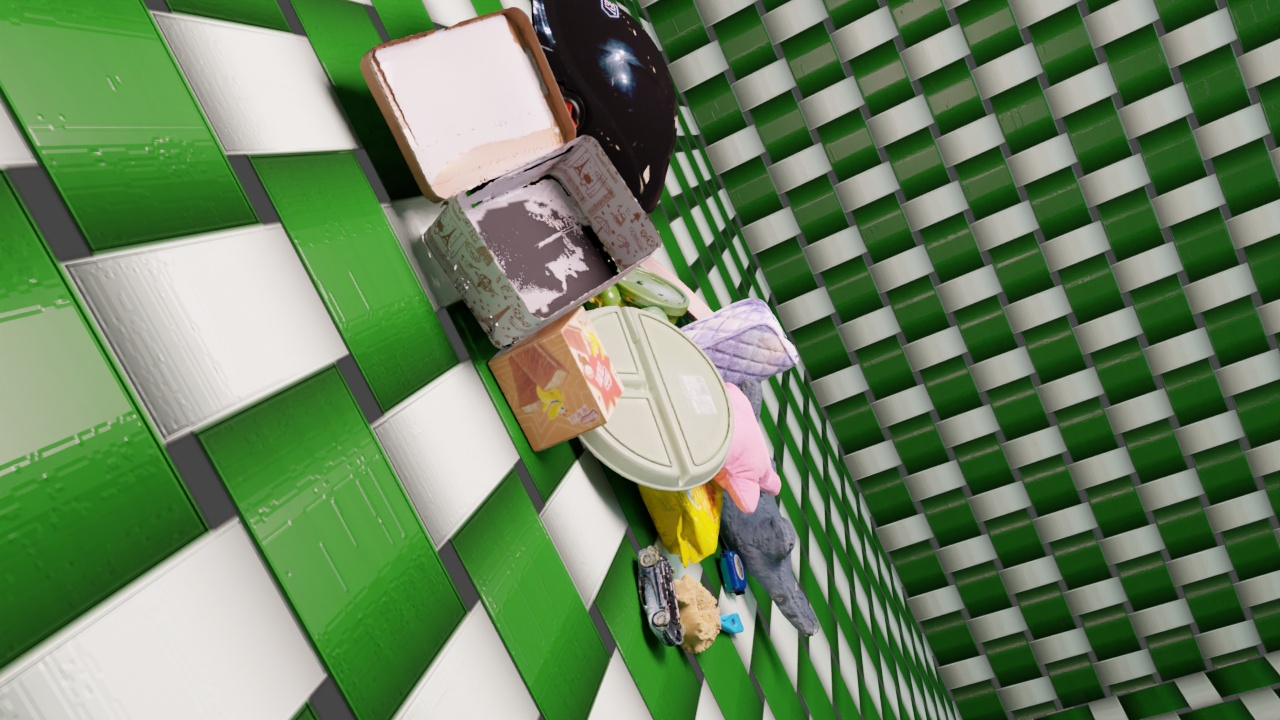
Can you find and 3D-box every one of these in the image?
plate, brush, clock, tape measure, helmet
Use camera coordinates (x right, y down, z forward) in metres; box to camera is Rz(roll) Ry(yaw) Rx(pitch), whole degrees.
[{"bbox_3d":[0.009,0.032,0.984,0.230,0.028,0.229,21,47,-24],"label":"plate"},{"bbox_3d":[0.081,0.297,1.056,0.083,0.046,0.254,69,11,24],"label":"brush"},{"bbox_3d":[0.076,-0.084,1.416,0.229,0.028,0.229,44,2,-3],"label":"plate"},{"bbox_3d":[-0.005,-0.069,1.154,0.116,0.056,0.161,28,21,10],"label":"clock"},{"bbox_3d":[0.122,0.284,1.225,0.054,0.025,0.058,41,34,-62],"label":"tape measure"},{"bbox_3d":[-0.071,-0.269,0.986,0.233,0.230,0.275,-92,-167,-53],"label":"helmet"}]

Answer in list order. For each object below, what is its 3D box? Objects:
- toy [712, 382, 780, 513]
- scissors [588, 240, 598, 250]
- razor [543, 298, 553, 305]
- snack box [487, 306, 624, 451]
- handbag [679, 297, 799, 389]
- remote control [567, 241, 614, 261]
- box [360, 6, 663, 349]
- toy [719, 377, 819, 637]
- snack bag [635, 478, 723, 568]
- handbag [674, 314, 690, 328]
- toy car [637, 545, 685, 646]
[{"bbox_3d":[0.098,0.086,1.086,0.178,0.075,0.194,-4,69,-63],"label":"toy"},{"bbox_3d":[-0.102,-0.189,1.136,0.177,0.014,0.159,47,32,-22],"label":"scissors"},{"bbox_3d":[-0.073,-0.045,1.048,0.142,0.022,0.042,28,43,-67],"label":"razor"},{"bbox_3d":[-0.074,0.015,0.847,0.094,0.077,0.092,64,15,-12],"label":"snack box"},{"bbox_3d":[0.112,-0.004,1.285,0.134,0.194,0.075,53,20,-43],"label":"handbag"},{"bbox_3d":[-0.055,-0.131,1.227,0.150,0.021,0.058,52,27,-43],"label":"remote control"},{"bbox_3d":[-0.116,-0.165,0.807,0.177,0.088,0.262,-36,95,-40],"label":"box"},{"bbox_3d":[0.161,0.208,1.275,0.091,0.138,0.356,-8,80,-38],"label":"toy"},{"bbox_3d":[0.039,0.123,1.095,0.158,0.068,0.246,63,15,-16],"label":"snack bag"},{"bbox_3d":[0.077,-0.012,1.438,0.131,0.068,0.120,38,22,-57],"label":"handbag"},{"bbox_3d":[0.018,0.239,0.925,0.049,0.031,0.105,49,22,-47],"label":"toy car"}]
